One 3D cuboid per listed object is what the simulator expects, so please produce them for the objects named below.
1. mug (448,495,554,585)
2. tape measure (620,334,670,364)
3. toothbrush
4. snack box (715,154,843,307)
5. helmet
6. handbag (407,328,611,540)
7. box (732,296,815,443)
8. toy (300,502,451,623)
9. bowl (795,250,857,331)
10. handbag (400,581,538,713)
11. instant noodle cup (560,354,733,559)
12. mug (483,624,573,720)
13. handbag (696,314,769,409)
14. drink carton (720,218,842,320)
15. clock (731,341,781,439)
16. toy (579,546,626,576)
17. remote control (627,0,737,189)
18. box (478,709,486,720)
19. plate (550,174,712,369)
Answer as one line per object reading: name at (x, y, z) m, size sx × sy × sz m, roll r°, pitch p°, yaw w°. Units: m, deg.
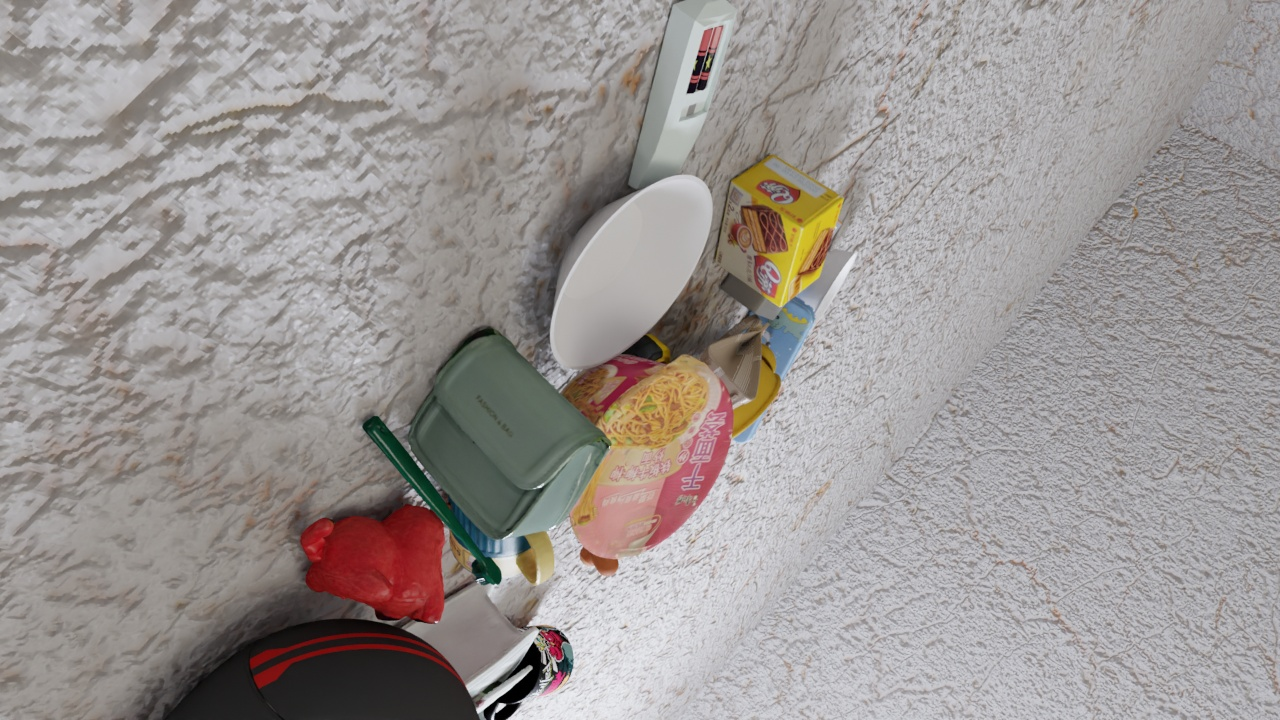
mug at (-0.106, 0.125, 0.742) m, size 0.083 × 0.113 × 0.107 m, roll -24°, pitch 145°, yaw -30°
tape measure at (-0.005, 0.005, 0.842) m, size 0.065 × 0.037 × 0.064 m, roll -42°, pitch 159°, yaw -5°
toothbrush at (-0.150, 0.109, 0.671) m, size 0.016 × 0.017 × 0.190 m, roll -78°, pitch 151°, yaw -45°
snack box at (0.124, -0.117, 0.838) m, size 0.061 × 0.083 × 0.106 m, roll -38°, pitch 153°, yaw -29°
helmet at (-0.225, 0.277, 0.673) m, size 0.264 × 0.164 × 0.170 m, roll 22°, pitch 100°, yaw -39°
handbag at (-0.096, 0.054, 0.648) m, size 0.106 × 0.122 × 0.067 m, roll -55°, pitch 155°, yaw 16°
box at (0.145, -0.004, 1.072) m, size 0.073 × 0.078 × 0.210 m, roll -31°, pitch 151°, yaw -48°
toy at (-0.198, 0.132, 0.674) m, size 0.133 × 0.088 × 0.093 m, roll 47°, pitch 49°, yaw -49°
bowl at (0.208, -0.090, 1.081) m, size 0.109 × 0.040 × 0.110 m, roll -53°, pitch 166°, yaw -19°
handbag at (-0.201, 0.318, 0.881) m, size 0.198 × 0.096 × 0.142 m, roll -26°, pitch 148°, yaw -48°
instant noodle cup at (-0.011, 0.071, 0.779) m, size 0.178 × 0.078 × 0.179 m, roll -22°, pitch 127°, yaw -33°
mug at (-0.143, 0.369, 1.073) m, size 0.118 × 0.082 × 0.098 m, roll -62°, pitch 157°, yaw -3°
handbag at (0.065, 0.010, 0.929) m, size 0.176 × 0.062 × 0.197 m, roll -39°, pitch -174°, yaw 40°
drink carton at (0.144, -0.108, 0.932) m, size 0.125 × 0.048 × 0.076 m, roll -56°, pitch 157°, yaw 12°
clock at (0.095, 0.034, 0.979) m, size 0.114 × 0.052 × 0.151 m, roll -36°, pitch -167°, yaw 27°
toy at (-0.025, 0.213, 1.092) m, size 0.095 × 0.065 × 0.127 m, roll -45°, pitch 162°, yaw 3°
remote control at (0.031, -0.184, 0.641) m, size 0.049 × 0.024 × 0.144 m, roll -30°, pitch 150°, yaw -39°
box at (-0.213, 0.413, 1.022) m, size 0.066 × 0.083 × 0.199 m, roll -39°, pitch 156°, yaw -5°
plate at (-0.017, -0.074, 0.704) m, size 0.173 × 0.036 × 0.174 m, roll -40°, pitch 155°, yaw -23°
